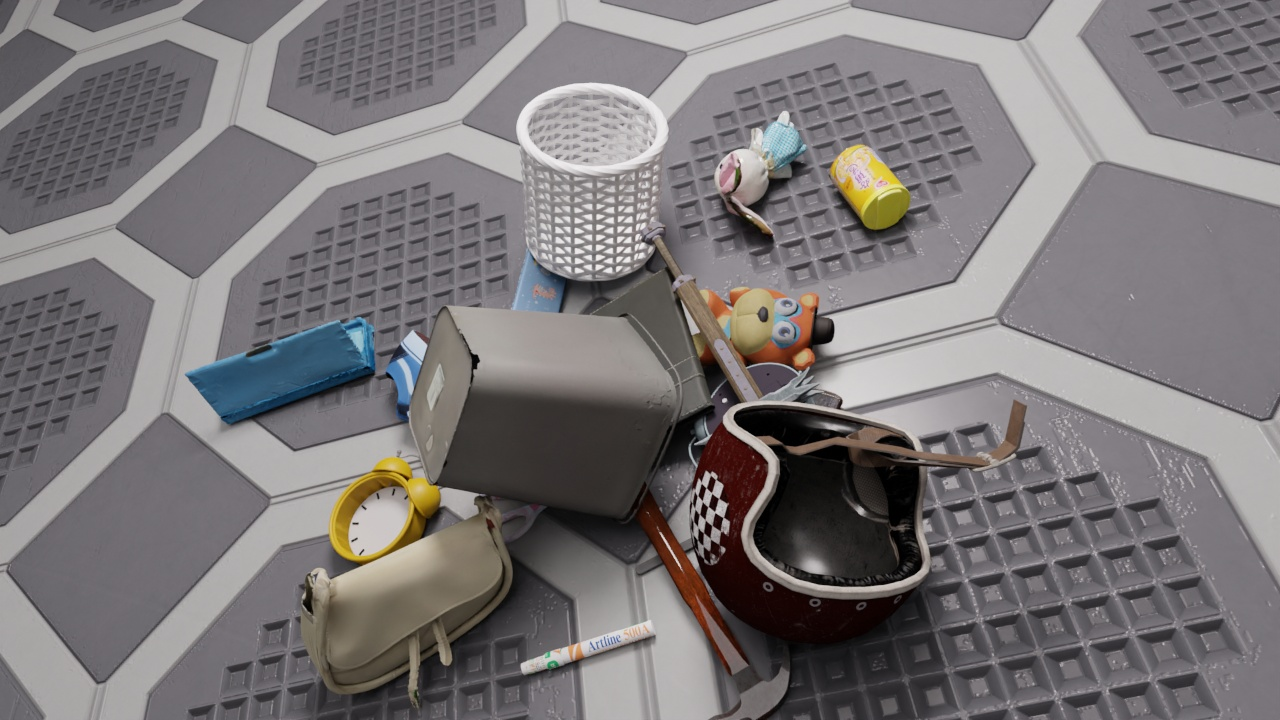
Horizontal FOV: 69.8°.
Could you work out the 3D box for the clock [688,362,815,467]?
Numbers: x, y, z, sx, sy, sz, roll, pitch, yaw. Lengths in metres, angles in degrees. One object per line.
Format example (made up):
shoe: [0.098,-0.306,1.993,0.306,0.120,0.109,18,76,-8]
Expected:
clock: [0.125,0.071,1.031,0.159,0.045,0.122,-34,41,5]

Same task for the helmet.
helmet: [0.170,0.136,0.866,0.233,0.254,0.234,0,14,-30]

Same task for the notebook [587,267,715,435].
notebook: [-0.007,0.007,1.115,0.170,0.029,0.208,-30,51,23]

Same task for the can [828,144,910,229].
can: [0.298,-0.226,1.195,0.067,0.068,0.105,-24,52,0]

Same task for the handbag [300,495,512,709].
handbag: [-0.236,0.258,0.961,0.228,0.184,0.132,-24,53,-21]

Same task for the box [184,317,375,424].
box: [-0.495,-0.006,1.267,0.231,0.110,0.094,-18,53,5]

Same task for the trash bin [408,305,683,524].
trash bin: [-0.111,0.049,0.977,0.219,0.198,0.197,9,26,-30]

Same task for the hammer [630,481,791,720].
hammer: [0.053,0.236,0.959,0.111,0.028,0.300,-30,56,-5]

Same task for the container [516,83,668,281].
container: [-0.064,-0.234,1.213,0.189,0.187,0.189,2,49,-2]

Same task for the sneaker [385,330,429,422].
sneaker: [-0.249,0.060,1.171,0.241,0.083,0.098,38,91,37]

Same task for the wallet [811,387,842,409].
wallet: [0.175,0.085,1.042,0.072,0.019,0.122,13,61,31]

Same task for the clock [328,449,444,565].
clock: [-0.307,0.182,1.111,0.113,0.052,0.151,28,72,32]

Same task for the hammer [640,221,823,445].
hammer: [0.069,-0.049,1.065,0.147,0.028,0.316,-32,56,6]

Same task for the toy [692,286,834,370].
toy: [0.142,-0.036,1.100,0.176,0.096,0.112,3,66,8]

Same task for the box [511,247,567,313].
box: [-0.143,-0.075,1.234,0.069,0.064,0.209,0,56,14]

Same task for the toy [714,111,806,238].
toy: [0.154,-0.273,1.262,0.106,0.131,0.204,2,48,38]

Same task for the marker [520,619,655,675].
marker: [-0.055,0.302,0.963,0.145,0.017,0.017,-19,52,4]

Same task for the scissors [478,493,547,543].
scissors: [-0.112,0.175,1.077,0.179,0.016,0.108,-3,54,12]

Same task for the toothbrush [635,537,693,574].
toothbrush: [0.069,0.193,1.005,0.167,0.013,0.012,-27,52,-1]
